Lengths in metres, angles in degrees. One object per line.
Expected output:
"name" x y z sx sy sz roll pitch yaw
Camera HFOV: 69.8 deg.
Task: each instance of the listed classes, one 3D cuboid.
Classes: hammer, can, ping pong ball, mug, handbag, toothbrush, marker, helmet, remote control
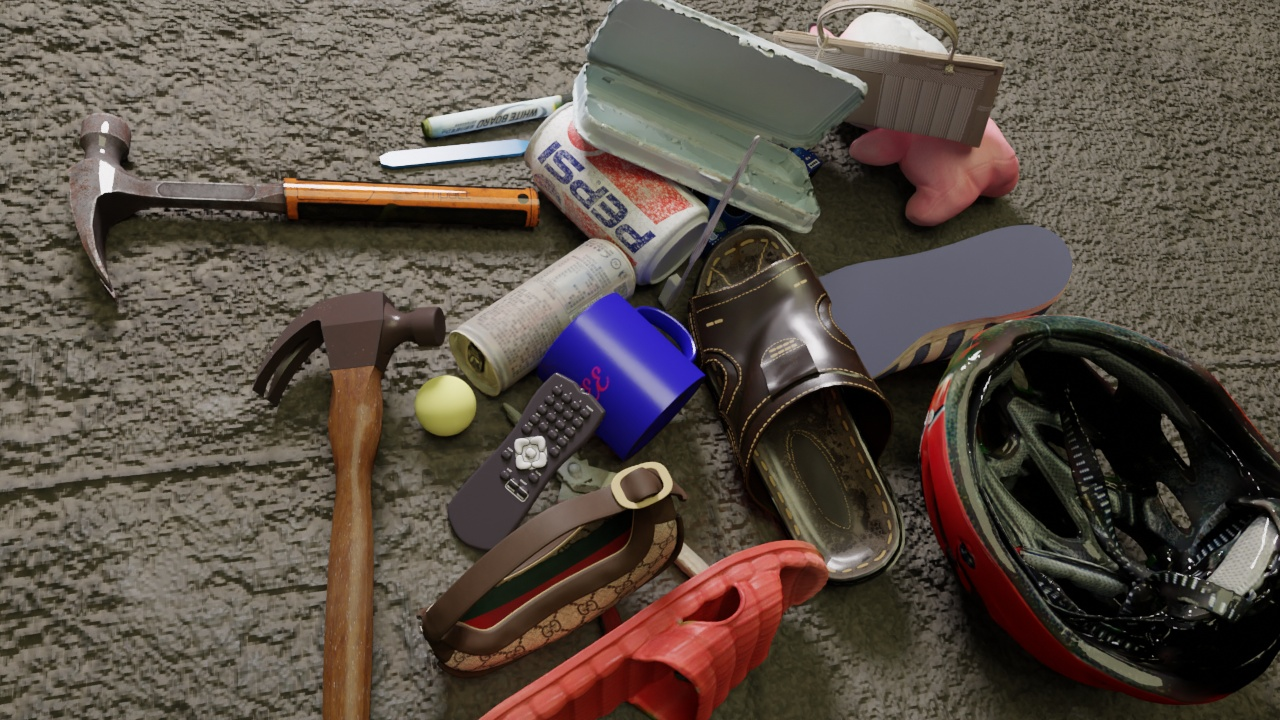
"hammer" -0.228 -0.104 0.654 0.314 0.035 0.137 -1 63 -16
"can" -0.066 -0.033 0.649 0.135 0.054 0.054 -38 78 -28
"ping pong ball" -0.129 0.030 0.606 0.040 0.040 0.040 7 61 -12
"mug" -0.004 0.004 0.636 0.083 0.079 0.111 44 48 9
"can" -0.018 -0.127 0.698 0.136 0.078 0.078 45 60 10
"handbag" 0.182 -0.227 0.683 0.176 0.197 0.062 13 91 13
"toothbrush" -0.122 -0.169 0.729 0.166 0.014 0.016 -11 66 -20
"hammer" -0.173 0.110 0.543 0.115 0.033 0.322 -7 69 4
"marker" -0.107 -0.201 0.749 0.146 0.017 0.017 -18 69 -22
"toothbrush" 0.044 -0.092 0.636 0.010 0.182 0.010 -28 70 -32
"handbag" -0.045 0.115 0.517 0.166 0.138 0.063 -29 71 -6
"helmet" 0.301 0.096 0.614 0.217 0.167 0.272 -38 83 -17
"remote control" -0.075 0.067 0.586 0.046 0.009 0.124 38 88 12

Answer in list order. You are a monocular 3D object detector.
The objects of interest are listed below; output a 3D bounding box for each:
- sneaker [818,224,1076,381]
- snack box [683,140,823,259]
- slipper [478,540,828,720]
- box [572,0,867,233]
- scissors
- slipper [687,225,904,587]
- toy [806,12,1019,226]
"sneaker" 0.209 -0.027 0.720 0.233 0.118 0.091 -23 72 12
"snack box" 0.076 -0.154 0.768 0.082 0.027 0.149 46 60 9
"slipper" 0.018 0.182 0.531 0.248 0.104 0.059 -23 57 -23
"box" 0.064 -0.197 0.670 0.215 0.125 0.106 17 38 -24
"scissors" -0.022 0.108 0.609 0.179 0.015 0.186 16 59 -5
"slipper" 0.105 0.023 0.635 0.113 0.076 0.267 -21 73 8
"toy" 0.244 -0.226 0.820 0.141 0.084 0.213 -24 74 -26
